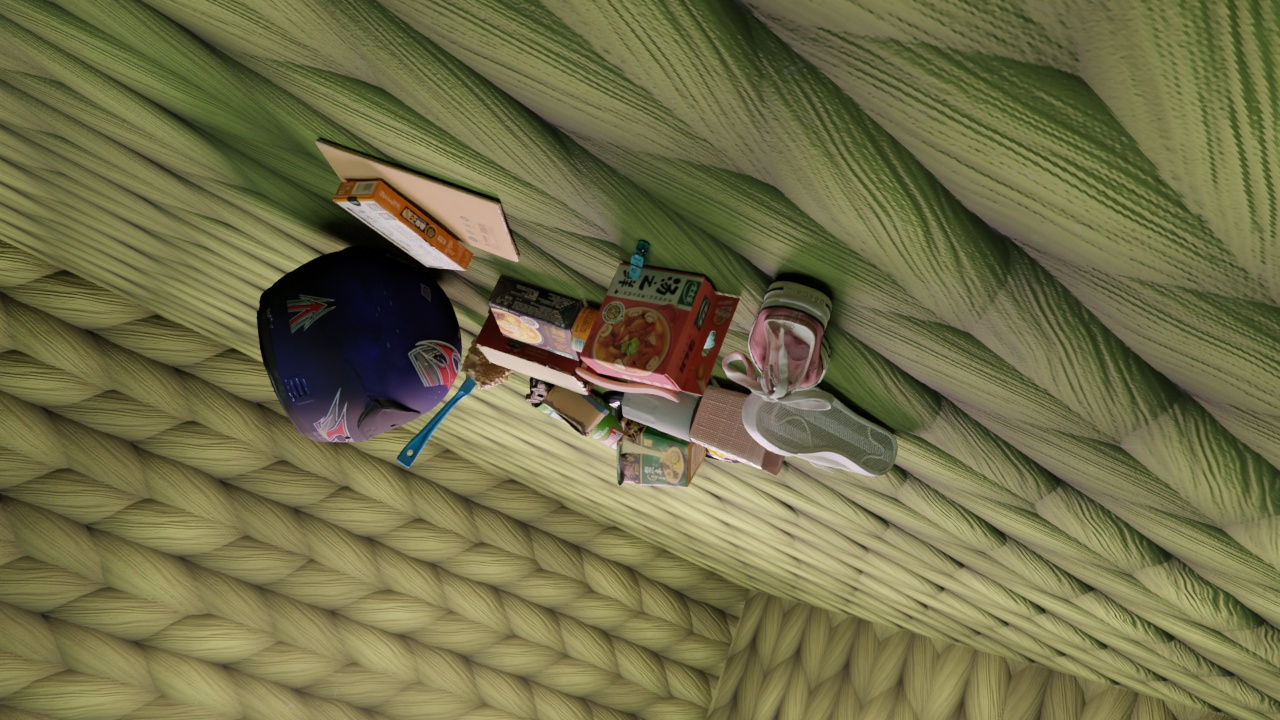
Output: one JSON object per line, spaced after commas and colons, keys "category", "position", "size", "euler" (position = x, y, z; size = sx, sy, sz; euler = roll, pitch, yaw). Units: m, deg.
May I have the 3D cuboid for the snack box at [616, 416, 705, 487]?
{"category": "snack box", "position": [0.036, 0.123, 1.333], "size": [0.106, 0.118, 0.118], "euler": [15, 127, 20]}

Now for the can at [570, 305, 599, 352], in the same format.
{"category": "can", "position": [-0.009, -0.018, 1.115], "size": [0.146, 0.058, 0.058], "euler": [19, 164, 11]}

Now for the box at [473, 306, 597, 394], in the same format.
{"category": "box", "position": [-0.144, -0.006, 1.295], "size": [0.168, 0.080, 0.091], "euler": [18, 164, 16]}

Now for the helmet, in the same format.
{"category": "helmet", "position": [-0.366, -0.015, 1.256], "size": [0.240, 0.247, 0.316], "euler": [-12, 160, -9]}

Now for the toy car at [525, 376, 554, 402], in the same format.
{"category": "toy car", "position": [-0.153, 0.023, 1.421], "size": [0.042, 0.070, 0.158], "euler": [5, 168, -9]}

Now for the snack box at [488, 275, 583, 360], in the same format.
{"category": "snack box", "position": [-0.125, -0.052, 1.187], "size": [0.113, 0.053, 0.126], "euler": [19, 159, 11]}

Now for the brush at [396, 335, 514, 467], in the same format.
{"category": "brush", "position": [-0.287, 0.061, 1.424], "size": [0.083, 0.254, 0.046], "euler": [43, 174, -26]}

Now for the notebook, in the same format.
{"category": "notebook", "position": [-0.238, -0.171, 1.004], "size": [0.208, 0.008, 0.148], "euler": [20, 164, 7]}

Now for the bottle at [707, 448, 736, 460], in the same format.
{"category": "bottle", "position": [0.145, 0.115, 1.339], "size": [0.063, 0.063, 0.109], "euler": [31, 162, -31]}

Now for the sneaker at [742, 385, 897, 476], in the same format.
{"category": "sneaker", "position": [0.203, 0.080, 1.114], "size": [0.242, 0.089, 0.091], "euler": [21, 174, -34]}

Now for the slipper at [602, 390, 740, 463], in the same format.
{"category": "slipper", "position": [0.054, 0.125, 1.467], "size": [0.268, 0.083, 0.111], "euler": [28, 162, -25]}

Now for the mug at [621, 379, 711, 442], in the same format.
{"category": "mug", "position": [0.037, 0.043, 1.245], "size": [0.103, 0.083, 0.124], "euler": [17, 137, 20]}

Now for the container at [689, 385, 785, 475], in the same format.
{"category": "container", "position": [0.135, 0.089, 1.214], "size": [0.111, 0.090, 0.090], "euler": [17, 174, 27]}

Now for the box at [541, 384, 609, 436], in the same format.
{"category": "box", "position": [-0.098, 0.069, 1.403], "size": [0.090, 0.059, 0.184], "euler": [40, 175, 1]}

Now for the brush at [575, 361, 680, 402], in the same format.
{"category": "brush", "position": [-0.007, 0.007, 1.171], "size": [0.146, 0.073, 0.063], "euler": [17, 163, 11]}

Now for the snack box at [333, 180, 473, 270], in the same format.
{"category": "snack box", "position": [-0.267, -0.151, 1.045], "size": [0.075, 0.026, 0.153], "euler": [9, 160, 38]}

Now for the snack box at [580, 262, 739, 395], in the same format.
{"category": "snack box", "position": [0.019, -0.034, 0.925], "size": [0.127, 0.113, 0.044], "euler": [12, 161, 30]}

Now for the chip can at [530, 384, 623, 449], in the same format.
{"category": "chip can", "position": [-0.071, 0.100, 1.566], "size": [0.236, 0.072, 0.072], "euler": [30, 163, -24]}

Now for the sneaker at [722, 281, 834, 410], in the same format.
{"category": "sneaker", "position": [0.143, 0.002, 0.919], "size": [0.118, 0.087, 0.241], "euler": [19, 167, 11]}

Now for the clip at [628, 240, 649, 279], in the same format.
{"category": "clip", "position": [-0.002, -0.100, 0.907], "size": [0.014, 0.043, 0.056], "euler": [21, 161, 0]}

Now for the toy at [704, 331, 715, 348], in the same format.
{"category": "toy", "position": [0.045, -0.038, 1.037], "size": [0.092, 0.030, 0.096], "euler": [24, 172, 10]}
